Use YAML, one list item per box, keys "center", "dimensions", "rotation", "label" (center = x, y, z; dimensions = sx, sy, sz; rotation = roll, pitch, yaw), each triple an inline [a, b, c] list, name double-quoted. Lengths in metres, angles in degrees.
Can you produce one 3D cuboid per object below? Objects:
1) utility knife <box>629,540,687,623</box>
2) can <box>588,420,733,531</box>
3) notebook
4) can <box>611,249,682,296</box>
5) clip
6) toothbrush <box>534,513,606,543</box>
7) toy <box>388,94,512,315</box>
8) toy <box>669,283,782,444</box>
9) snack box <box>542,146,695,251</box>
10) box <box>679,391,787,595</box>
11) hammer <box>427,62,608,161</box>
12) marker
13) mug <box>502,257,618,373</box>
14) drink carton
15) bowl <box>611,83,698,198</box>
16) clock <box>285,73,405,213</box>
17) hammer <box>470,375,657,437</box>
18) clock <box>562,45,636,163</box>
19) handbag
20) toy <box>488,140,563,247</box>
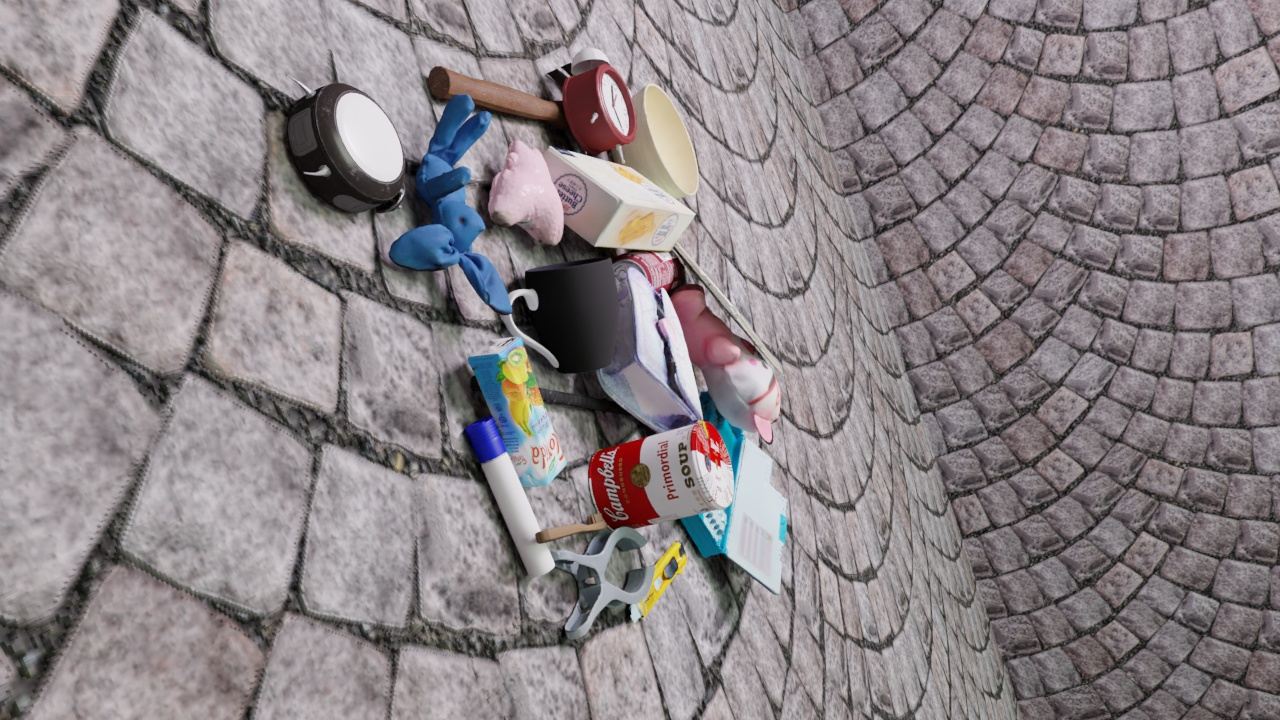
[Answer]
- center: [0.019, 0.228, 0.946]
  dimensions: [0.030, 0.017, 0.162]
  rotation: [62, 27, -1]
  label: "utility knife"
- center: [0.021, 0.114, 0.897]
  dimensions: [0.086, 0.117, 0.086]
  rotation: [45, 36, -46]
  label: "can"
- center: [0.083, -0.098, 1.157]
  dimensions: [0.182, 0.010, 0.252]
  rotation: [43, 8, -50]
  label: "notebook"
- center: [0.004, -0.099, 1.072]
  dimensions: [0.114, 0.063, 0.063]
  rotation: [-31, 102, -66]
  label: "can"
- center: [-0.037, 0.180, 0.841]
  dimensions: [0.163, 0.028, 0.107]
  rotation: [-11, 82, -67]
  label: "clip"
- center: [-0.058, 0.145, 0.796]
  dimensions: [0.166, 0.016, 0.016]
  rotation: [23, 49, -75]
  label: "toothbrush"
- center: [-0.154, -0.127, 0.744]
  dimensions: [0.112, 0.071, 0.176]
  rotation: [19, 65, -61]
  label: "toy"
- center: [0.103, 0.003, 1.133]
  dimensions: [0.213, 0.084, 0.142]
  rotation: [50, 9, -4]
  label: "toy"
- center: [-0.028, -0.171, 1.001]
  dimensions: [0.104, 0.058, 0.207]
  rotation: [38, 18, 16]
  label: "snack box"
- center: [0.115, 0.162, 1.146]
  dimensions: [0.185, 0.056, 0.226]
  rotation: [50, 30, -20]
  label: "box"
- center: [-0.118, -0.270, 0.969]
  dimensions: [0.322, 0.033, 0.115]
  rotation: [-17, 92, -66]
  label: "hammer"
- center: [-0.105, 0.111, 0.743]
  dimensions: [0.027, 0.023, 0.133]
  rotation: [-97, 166, -81]
  label: "marker"
- center: [-0.074, -0.038, 0.860]
  dimensions: [0.118, 0.085, 0.100]
  rotation: [-16, 103, -37]
  label: "mug"
- center: [-0.100, 0.045, 0.760]
  dimensions: [0.044, 0.039, 0.129]
  rotation: [-48, 126, -54]
  label: "drink carton"
- center: [0.010, -0.273, 1.191]
  dimensions: [0.151, 0.075, 0.150]
  rotation: [46, 34, -46]
  label: "bowl"
- center: [-0.208, -0.156, 0.675]
  dimensions: [0.122, 0.044, 0.091]
  rotation: [7, 67, -64]
  label: "clock"
- center: [-0.057, 0.047, 0.893]
  dimensions: [0.324, 0.015, 0.095]
  rotation: [15, 72, -60]
  label: "hammer"
- center: [-0.044, -0.292, 1.039]
  dimensions: [0.096, 0.048, 0.137]
  rotation: [45, 40, -48]
  label: "clock"
- center: [0.014, -0.009, 0.965]
  dimensions: [0.126, 0.069, 0.158]
  rotation: [41, 26, -34]
  label: "handbag"
- center: [-0.110, -0.164, 0.881]
  dimensions: [0.099, 0.053, 0.095]
  rotation: [18, 65, -55]
  label: "toy"
